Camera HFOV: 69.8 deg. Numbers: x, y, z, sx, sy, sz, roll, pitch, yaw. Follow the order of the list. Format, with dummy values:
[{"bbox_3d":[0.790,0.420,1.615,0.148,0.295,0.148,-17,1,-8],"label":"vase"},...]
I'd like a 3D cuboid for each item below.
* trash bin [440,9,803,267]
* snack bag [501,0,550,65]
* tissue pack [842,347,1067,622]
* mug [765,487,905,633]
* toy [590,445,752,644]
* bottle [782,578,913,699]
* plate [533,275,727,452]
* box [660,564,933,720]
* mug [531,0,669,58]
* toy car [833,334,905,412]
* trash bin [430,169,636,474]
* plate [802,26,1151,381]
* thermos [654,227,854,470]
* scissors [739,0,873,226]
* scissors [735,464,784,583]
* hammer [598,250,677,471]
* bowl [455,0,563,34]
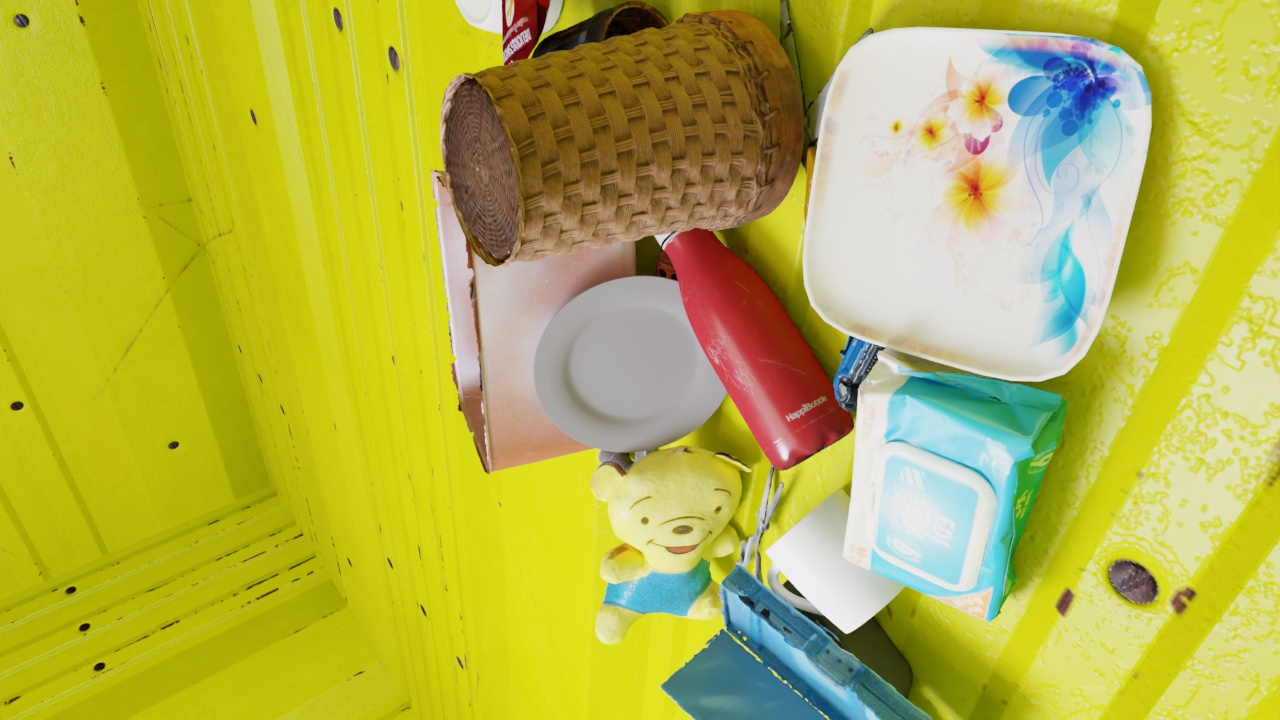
[{"bbox_3d":[-0.018,-0.146,0.617,0.151,0.209,0.151,37,136,47],"label":"trash bin"},{"bbox_3d":[-0.092,-0.324,0.722,0.139,0.066,0.208,-161,79,-72],"label":"snack bag"},{"bbox_3d":[0.199,0.088,0.607,0.117,0.065,0.210,22,138,30],"label":"tissue pack"},{"bbox_3d":[0.151,0.171,0.743,0.087,0.080,0.114,49,130,15],"label":"mug"},{"bbox_3d":[0.025,0.168,0.888,0.084,0.148,0.214,-120,28,-56],"label":"toy"},{"bbox_3d":[0.184,0.264,0.796,0.174,0.046,0.084,53,147,21],"label":"bottle"},{"bbox_3d":[-0.005,0.005,0.806,0.012,0.178,0.179,-106,11,-58],"label":"plate"},{"bbox_3d":[0.128,0.284,0.727,0.231,0.112,0.094,35,149,32],"label":"box"},{"bbox_3d":[-0.044,-0.235,0.738,0.107,0.115,0.080,4,110,55],"label":"mug"},{"bbox_3d":[0.170,-0.014,0.625,0.043,0.056,0.120,-112,28,-44],"label":"toy car"},{"bbox_3d":[-0.098,-0.046,0.870,0.181,0.157,0.260,-129,34,-56],"label":"trash bin"},{"bbox_3d":[0.184,-0.091,0.530,0.187,0.016,0.187,20,113,38],"label":"plate"},{"bbox_3d":[0.078,-0.031,0.731,0.240,0.073,0.073,60,149,11],"label":"thermos"},{"bbox_3d":[0.105,-0.137,0.650,0.229,0.016,0.225,-6,94,65],"label":"scissors"},{"bbox_3d":[0.109,0.155,0.856,0.147,0.014,0.141,-174,88,-84],"label":"scissors"},{"bbox_3d":[0.021,0.033,0.901,0.138,0.034,0.315,43,142,34],"label":"hammer"},{"bbox_3d":[-0.127,-0.351,0.833,0.116,0.065,0.116,35,138,40],"label":"bowl"}]
